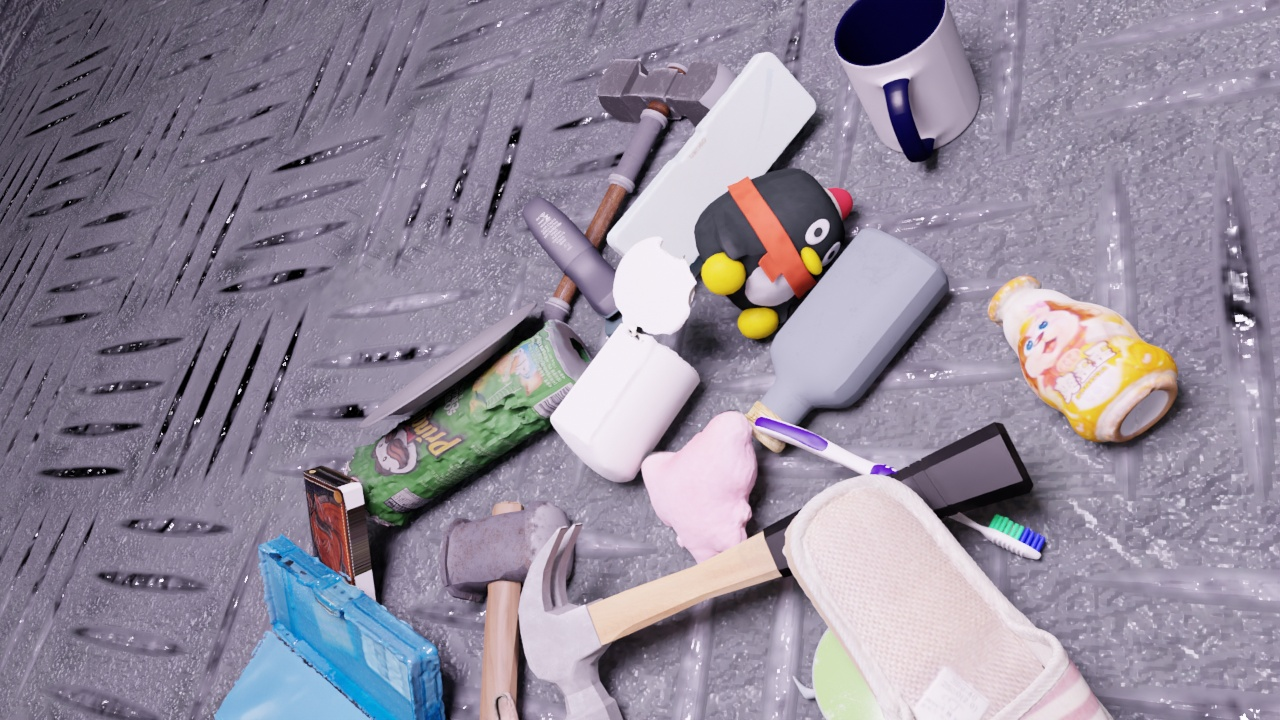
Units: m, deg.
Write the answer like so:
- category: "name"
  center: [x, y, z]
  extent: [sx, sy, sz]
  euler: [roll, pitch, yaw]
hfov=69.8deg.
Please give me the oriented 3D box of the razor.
- category: "razor"
  center: [-0.048, -0.080, 0.757]
  extent: [0.047, 0.052, 0.143]
  euler: [-41, 80, 2]

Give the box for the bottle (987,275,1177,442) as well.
- category: "bottle"
  center: [0.249, -0.005, 0.528]
  extent: [0.063, 0.063, 0.108]
  euler: [-40, 48, 8]

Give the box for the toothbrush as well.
- category: "toothbrush"
  center: [0.151, 0.072, 0.559]
  extent: [0.187, 0.015, 0.016]
  euler: [25, 77, 29]

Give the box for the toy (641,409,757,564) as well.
- category: "toy"
  center: [0.045, 0.089, 0.618]
  extent: [0.103, 0.050, 0.093]
  euler: [-40, 60, 40]

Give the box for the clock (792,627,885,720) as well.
- category: "clock"
  center: [0.145, 0.174, 0.507]
  extent: [0.119, 0.042, 0.094]
  euler: [-40, 49, 8]

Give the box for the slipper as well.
- category: "slipper"
  center: [0.162, 0.168, 0.438]
  extent: [0.115, 0.052, 0.263]
  euler: [-27, 65, -11]

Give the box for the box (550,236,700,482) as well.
- category: "box"
  center: [-0.003, 0.002, 0.664]
  extent: [0.084, 0.118, 0.159]
  euler: [30, 80, 40]

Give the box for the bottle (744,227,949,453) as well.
- category: "bottle"
  center: [0.130, -0.009, 0.622]
  extent: [0.161, 0.046, 0.072]
  euler: [-51, 47, 3]

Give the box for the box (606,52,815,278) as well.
- category: "box"
  center: [0.053, -0.149, 0.757]
  extent: [0.199, 0.086, 0.096]
  euler: [-50, 20, -3]

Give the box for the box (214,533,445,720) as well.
- category: "box"
  center: [-0.244, 0.253, 0.724]
  extent: [0.232, 0.066, 0.173]
  euler: [19, 94, 40]

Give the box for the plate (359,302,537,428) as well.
- category: "plate"
  center: [-0.158, 0.007, 0.774]
  extent: [0.178, 0.012, 0.178]
  euler: [-33, 11, 7]

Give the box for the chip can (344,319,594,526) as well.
- category: "chip can"
  center: [-0.137, 0.052, 0.755]
  extent: [0.223, 0.075, 0.075]
  euler: [-33, 49, 14]

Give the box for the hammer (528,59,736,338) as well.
- category: "hammer"
  center: [-0.034, -0.124, 0.815]
  extent: [0.156, 0.043, 0.322]
  euler: [18, 77, 40]

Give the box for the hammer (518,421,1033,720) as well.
- category: "hammer"
  center: [0.069, 0.122, 0.557]
  extent: [0.329, 0.039, 0.131]
  euler: [-27, 77, 20]

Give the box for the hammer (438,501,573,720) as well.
- category: "hammer"
  center: [-0.098, 0.256, 0.629]
  extent: [0.098, 0.052, 0.327]
  euler: [-16, 59, 27]

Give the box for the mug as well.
- category: "mug"
  center: [0.193, -0.197, 0.658]
  extent: [0.079, 0.097, 0.111]
  euler: [-10, 58, 30]

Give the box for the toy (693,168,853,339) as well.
- category: "toy"
  center: [0.099, -0.091, 0.663]
  extent: [0.119, 0.097, 0.099]
  euler: [-33, 45, 11]

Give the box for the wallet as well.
- category: "wallet"
  center: [-0.249, 0.153, 0.758]
  extent: [0.072, 0.019, 0.123]
  euler: [12, 110, 40]

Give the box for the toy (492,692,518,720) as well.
- category: "toy"
  center: [0.014, 0.275, 0.500]
  extent: [0.265, 0.065, 0.195]
  euler: [-16, 63, 28]
